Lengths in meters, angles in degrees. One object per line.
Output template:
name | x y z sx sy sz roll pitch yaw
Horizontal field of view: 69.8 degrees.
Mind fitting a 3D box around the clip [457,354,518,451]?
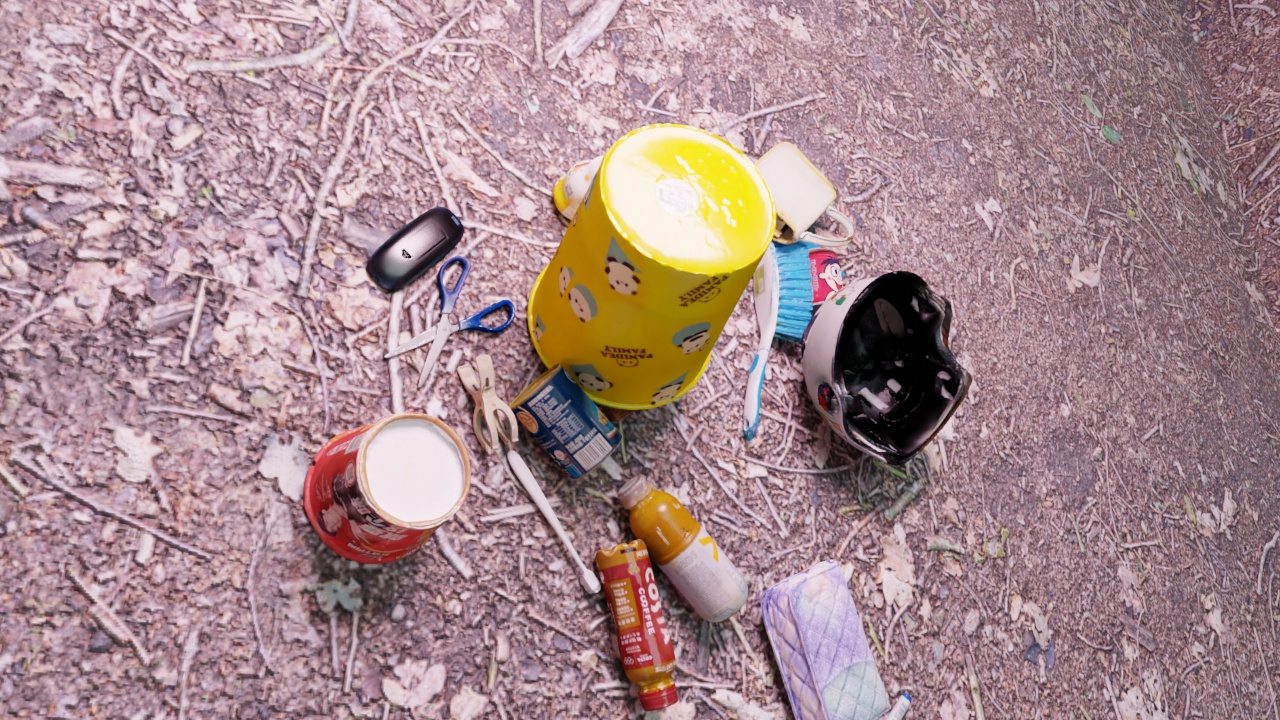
clip | -0.165 0.046 0.983 0.034 0.071 0.100 -20 90 -39

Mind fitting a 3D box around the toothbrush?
toothbrush | -0.096 0.176 0.997 0.016 0.016 0.180 -31 89 -43

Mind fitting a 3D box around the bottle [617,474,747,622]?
bottle | 0.046 0.213 1.049 0.189 0.068 0.067 51 50 -8

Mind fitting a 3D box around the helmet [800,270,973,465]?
helmet | 0.315 0.003 1.265 0.229 0.157 0.274 -43 116 -17

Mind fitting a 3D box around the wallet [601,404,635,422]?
wallet | -0.007 0.006 1.113 0.130 0.035 0.119 -32 88 -30

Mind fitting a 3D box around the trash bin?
trash bin | 0.013 -0.101 0.995 0.229 0.256 0.229 8 61 -14

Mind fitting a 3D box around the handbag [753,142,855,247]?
handbag | 0.229 -0.221 1.341 0.179 0.063 0.162 43 46 2

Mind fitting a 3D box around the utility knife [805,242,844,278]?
utility knife | 0.224 -0.203 1.390 0.238 0.018 0.034 44 46 -13

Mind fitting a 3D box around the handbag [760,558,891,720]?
handbag | 0.224 0.352 1.120 0.134 0.076 0.193 -8 77 -43

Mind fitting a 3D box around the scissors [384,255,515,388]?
scissors | -0.204 -0.042 1.009 0.164 0.012 0.162 9 67 -33

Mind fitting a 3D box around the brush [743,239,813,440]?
brush | 0.186 -0.034 1.273 0.109 0.061 0.314 11 67 -27

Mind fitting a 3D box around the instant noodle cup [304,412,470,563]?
instant noodle cup | -0.231 0.115 0.858 0.137 0.109 0.137 14 63 -31

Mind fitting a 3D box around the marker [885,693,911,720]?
marker | 0.309 0.478 1.167 0.145 0.017 0.017 -36 94 -40

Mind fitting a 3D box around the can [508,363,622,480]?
can | -0.081 0.069 1.011 0.111 0.076 0.075 50 50 -9

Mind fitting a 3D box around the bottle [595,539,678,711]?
bottle | -0.001 0.285 0.991 0.057 0.058 0.175 -7 75 -38

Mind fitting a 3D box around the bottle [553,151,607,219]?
bottle | -0.059 -0.216 1.126 0.063 0.109 0.063 15 63 -33

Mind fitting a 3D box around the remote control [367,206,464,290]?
remote control | -0.242 -0.127 1.008 0.053 0.024 0.136 49 51 -11

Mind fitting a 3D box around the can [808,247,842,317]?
can | 0.263 -0.111 1.348 0.066 0.067 0.093 14 63 -32
